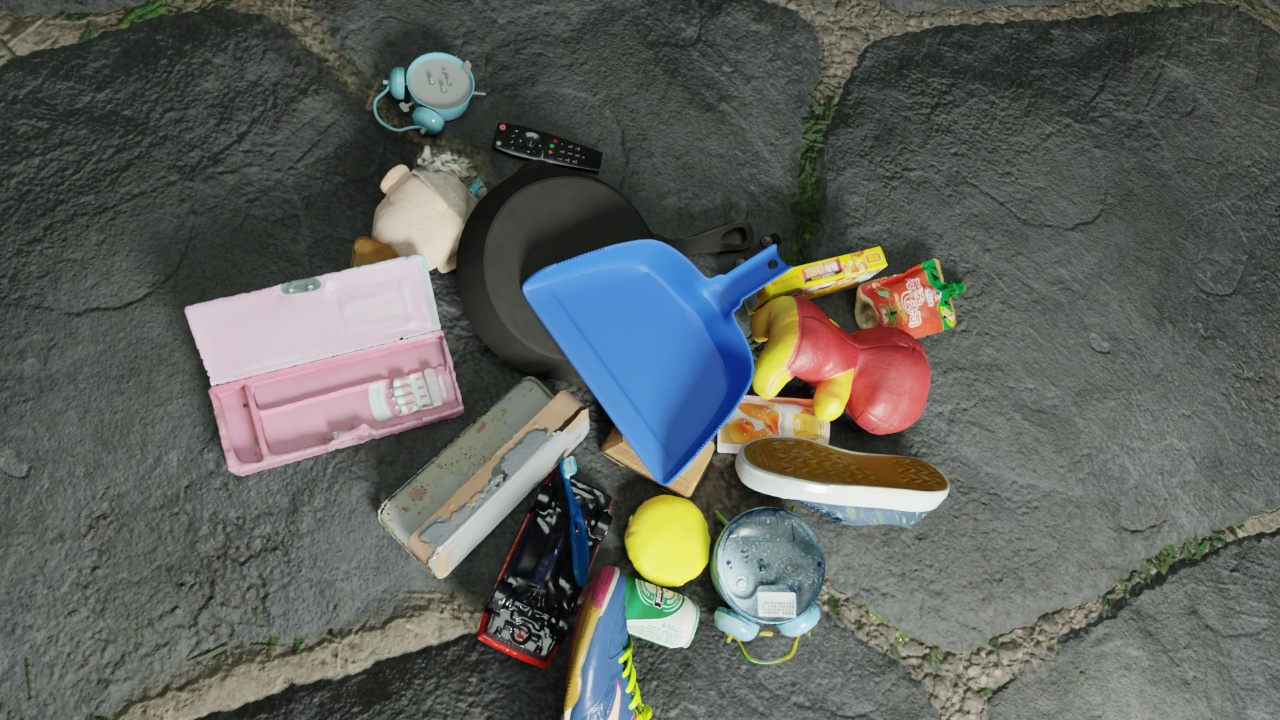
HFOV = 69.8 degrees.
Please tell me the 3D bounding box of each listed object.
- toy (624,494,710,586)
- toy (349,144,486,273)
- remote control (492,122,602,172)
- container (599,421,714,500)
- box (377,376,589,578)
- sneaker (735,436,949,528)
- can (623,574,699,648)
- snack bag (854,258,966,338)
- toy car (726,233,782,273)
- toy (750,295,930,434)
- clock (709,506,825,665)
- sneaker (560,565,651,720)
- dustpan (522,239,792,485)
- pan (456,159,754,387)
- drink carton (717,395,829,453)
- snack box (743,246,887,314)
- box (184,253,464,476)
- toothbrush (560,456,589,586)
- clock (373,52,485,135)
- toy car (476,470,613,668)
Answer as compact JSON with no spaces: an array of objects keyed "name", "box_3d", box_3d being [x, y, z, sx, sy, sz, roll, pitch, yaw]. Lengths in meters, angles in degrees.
[{"name":"toy","box_3d":[0.029,0.185,0.945,0.094,0.041,0.095,35,65,-6]},{"name":"toy","box_3d":[-0.230,-0.139,0.965,0.175,0.076,0.133,-42,102,-22]},{"name":"remote control","box_3d":[-0.106,-0.242,1.056,0.124,0.010,0.039,13,72,-9]},{"name":"container","box_3d":[0.022,0.092,0.960,0.114,0.061,0.063,31,69,-3]},{"name":"box","box_3d":[-0.146,0.110,0.901,0.215,0.108,0.094,-44,99,-20]},{"name":"sneaker","box_3d":[0.210,0.142,0.981,0.235,0.079,0.087,9,31,-11]},{"name":"can","box_3d":[0.004,0.249,0.914,0.101,0.053,0.053,21,70,-6]},{"name":"snack bag","box_3d":[0.328,-0.070,1.096,0.154,0.044,0.087,-17,90,-24]},{"name":"toy car","box_3d":[0.132,-0.109,1.055,0.091,0.042,0.036,-41,84,-20]},{"name":"toy","box_3d":[0.225,0.006,1.002,0.216,0.099,0.147,18,54,-15]},{"name":"clock","box_3d":[0.128,0.229,0.945,0.118,0.060,0.162,3,74,-12]},{"name":"sneaker","box_3d":[-0.027,0.309,0.847,0.091,0.116,0.242,10,98,-2]},{"name":"dustpan","box_3d":[0.053,-0.044,0.946,0.257,0.060,0.245,-33,84,-28]},{"name":"pan","box_3d":[-0.020,-0.110,0.994,0.355,0.043,0.248,-15,93,-25]},{"name":"drink carton","box_3d":[0.144,0.072,1.013,0.122,0.039,0.069,4,74,-6]},{"name":"snack box","box_3d":[0.197,-0.091,1.047,0.152,0.075,0.025,-15,79,-17]},{"name":"box","box_3d":[-0.308,0.003,0.914,0.232,0.059,0.179,-14,94,-16]},{"name":"toothbrush","box_3d":[-0.064,0.156,0.899,0.021,0.016,0.132,16,53,-43]},{"name":"clock","box_3d":[-0.240,-0.297,1.025,0.123,0.042,0.087,-35,84,-21]},{"name":"toy car","box_3d":[-0.090,0.201,0.906,0.081,0.056,0.188,26,60,-6]}]
